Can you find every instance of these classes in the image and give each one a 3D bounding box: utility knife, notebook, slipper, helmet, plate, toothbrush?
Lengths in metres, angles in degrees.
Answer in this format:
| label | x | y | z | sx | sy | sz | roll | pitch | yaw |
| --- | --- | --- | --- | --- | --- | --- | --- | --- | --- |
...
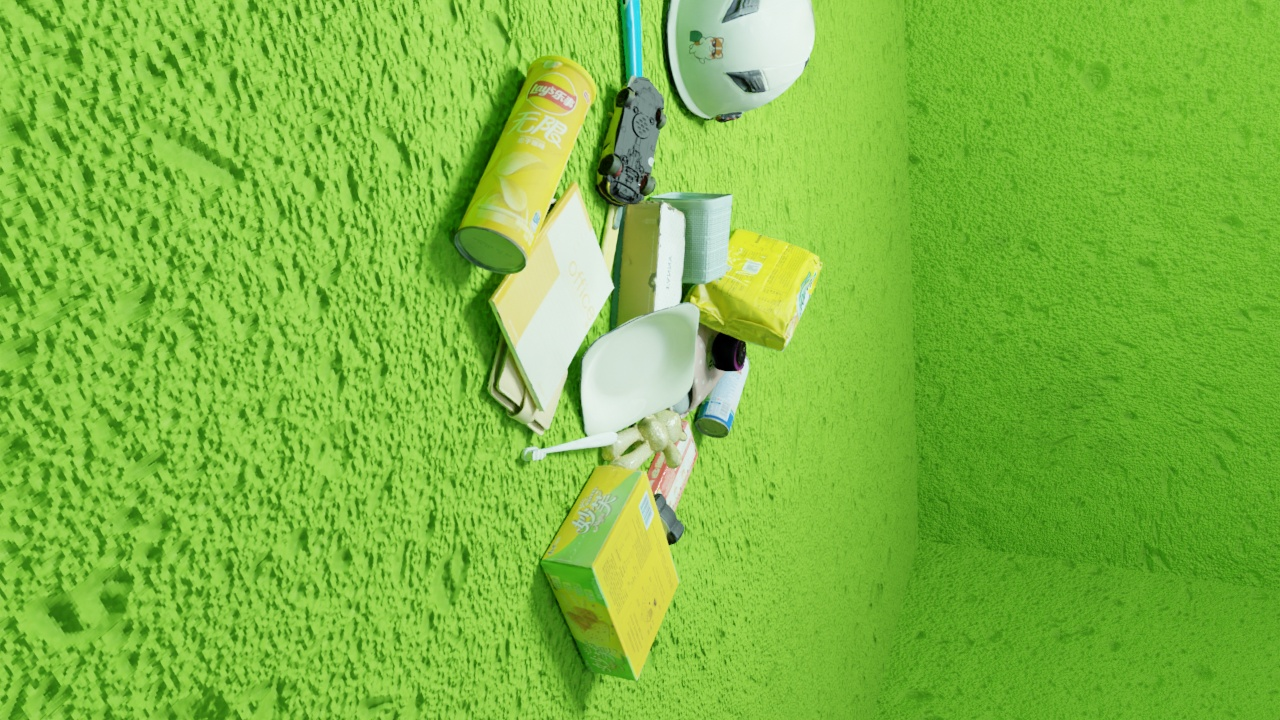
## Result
| label | x | y | z | sx | sy | sz | roll | pitch | yaw |
| --- | --- | --- | --- | --- | --- | --- | --- | --- | --- |
| utility knife | -0.008 | -0.337 | 1.107 | 0.034 | 0.018 | 0.218 | -28 | 117 | -63 |
| notebook | -0.086 | -0.070 | 0.952 | 0.205 | 0.010 | 0.146 | -63 | 146 | -42 |
| utility knife | -0.034 | -0.170 | 1.091 | 0.031 | 0.022 | 0.215 | 36 | 57 | -64 |
| slipper | 0.095 | -0.016 | 1.332 | 0.273 | 0.054 | 0.114 | -59 | 144 | -44 |
| helmet | 0.156 | -0.455 | 1.276 | 0.273 | 0.157 | 0.230 | -45 | 132 | -54 |
| plate | -0.006 | 0.006 | 1.076 | 0.163 | 0.034 | 0.165 | -23 | 137 | -26 |
| toothbrush | -0.072 | 0.095 | 1.023 | 0.179 | 0.016 | 0.016 | -4 | 99 | -60 |

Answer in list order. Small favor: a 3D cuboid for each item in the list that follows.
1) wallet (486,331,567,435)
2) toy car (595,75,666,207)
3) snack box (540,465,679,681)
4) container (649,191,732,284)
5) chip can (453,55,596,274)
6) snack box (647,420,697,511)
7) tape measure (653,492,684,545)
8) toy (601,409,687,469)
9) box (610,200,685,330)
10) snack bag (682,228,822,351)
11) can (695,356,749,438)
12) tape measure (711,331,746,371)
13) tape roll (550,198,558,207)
| label | x | y | z | sx | sy | sz | roll | pitch | yaw |
| --- | --- | --- | --- | --- | --- | --- | --- | --- | --- |
| wallet | -0.114 | 0.022 | 0.935 | 0.115 | 0.024 | 0.087 | 52 | 49 | -57 |
| toy car | -0.010 | -0.257 | 1.077 | 0.071 | 0.041 | 0.155 | 22 | 76 | -41 |
| snack box | -0.029 | 0.253 | 1.092 | 0.157 | 0.070 | 0.210 | -59 | 144 | -44 |
| container | 0.067 | -0.163 | 1.216 | 0.089 | 0.090 | 0.111 | -30 | 124 | -60 |
| chip can | -0.105 | -0.186 | 0.865 | 0.072 | 0.072 | 0.213 | 55 | 45 | -53 |
| snack box | 0.039 | 0.161 | 1.273 | 0.075 | 0.025 | 0.152 | 71 | 34 | -41 |
| tape measure | 0.014 | 0.210 | 1.183 | 0.066 | 0.066 | 0.033 | 59 | 30 | -7 |
| toy | 0.005 | 0.102 | 1.164 | 0.105 | 0.066 | 0.156 | 51 | 32 | 8 |
| box | 0.011 | -0.117 | 1.137 | 0.089 | 0.062 | 0.184 | 10 | 83 | -65 |
| snack bag | 0.165 | -0.111 | 1.327 | 0.245 | 0.158 | 0.068 | -55 | 161 | -52 |
| can | 0.128 | 0.050 | 1.412 | 0.053 | 0.053 | 0.134 | 64 | 39 | -47 |
| tape measure | 0.127 | -0.013 | 1.289 | 0.057 | 0.039 | 0.057 | 58 | 46 | -51 |
| tape roll | -0.095 | -0.126 | 0.962 | 0.085 | 0.014 | 0.086 | 4 | 90 | -65 |
